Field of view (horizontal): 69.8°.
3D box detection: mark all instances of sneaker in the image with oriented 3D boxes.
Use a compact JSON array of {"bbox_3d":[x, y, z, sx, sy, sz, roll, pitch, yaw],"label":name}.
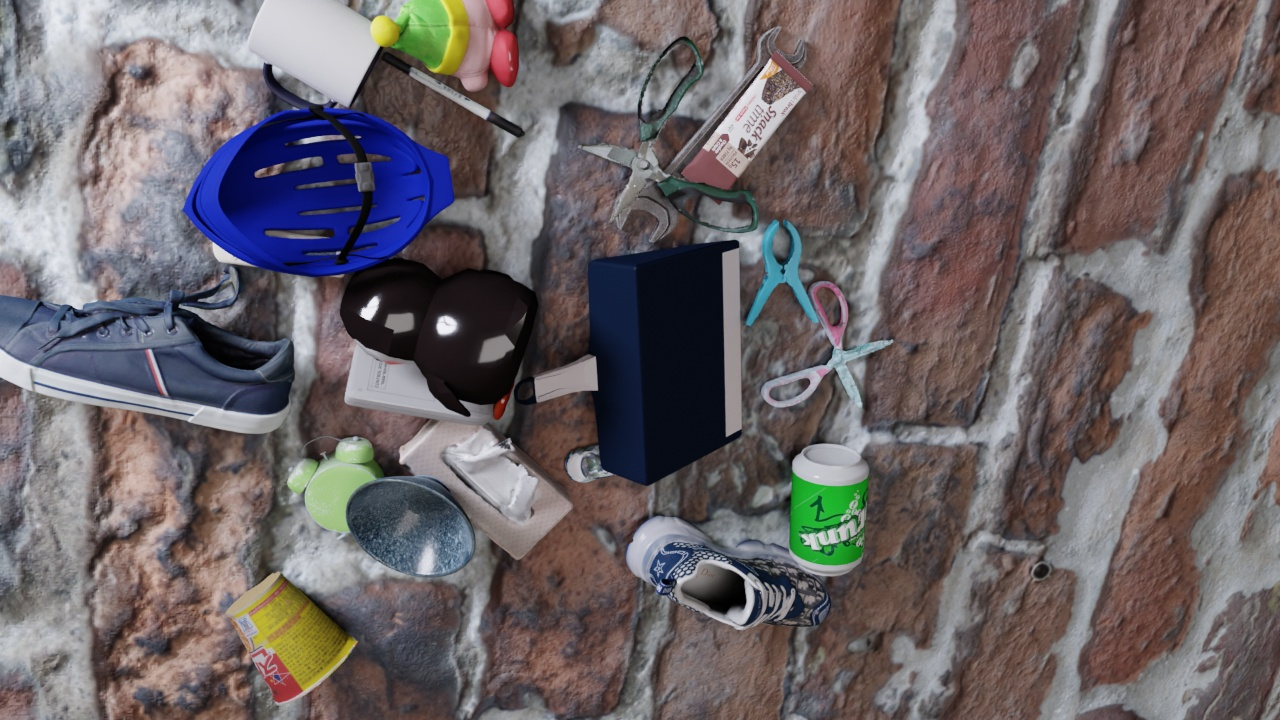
[{"bbox_3d":[-0.467,-0.030,0.855,0.294,0.120,0.127,16,115,-20],"label":"sneaker"},{"bbox_3d":[0.118,0.271,1.067,0.269,0.132,0.103,22,99,-20],"label":"sneaker"}]

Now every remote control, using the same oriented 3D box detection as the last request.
[{"bbox_3d":[-0.223,0.027,0.947,0.151,0.074,0.019,11,136,-16],"label":"remote control"},{"bbox_3d":[-0.352,-0.108,0.902,0.125,0.018,0.038,7,105,-16],"label":"remote control"}]

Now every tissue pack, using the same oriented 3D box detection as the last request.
[{"bbox_3d":[-0.162,0.128,0.996,0.104,0.071,0.181,-43,107,3],"label":"tissue pack"}]

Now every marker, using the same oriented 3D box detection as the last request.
[{"bbox_3d":[-0.181,-0.259,0.898,0.152,0.011,0.011,27,99,-19],"label":"marker"}]

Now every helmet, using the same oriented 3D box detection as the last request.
[{"bbox_3d":[-0.285,-0.146,0.794,0.241,0.228,0.148,-8,99,-10],"label":"helmet"}]

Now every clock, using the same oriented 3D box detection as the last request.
[{"bbox_3d":[-0.315,0.132,0.972,0.094,0.042,0.119,-27,110,-5],"label":"clock"}]

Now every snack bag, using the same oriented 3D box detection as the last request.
[{"bbox_3d":[0.112,-0.241,0.959,0.057,0.013,0.158,37,95,-22],"label":"snack bag"}]

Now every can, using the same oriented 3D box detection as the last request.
[{"bbox_3d":[0.222,0.176,1.085,0.087,0.088,0.140,-4,108,-12],"label":"can"}]

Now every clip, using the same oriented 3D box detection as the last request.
[{"bbox_3d":[0.163,-0.097,1.014,0.097,0.026,0.116,-3,104,-4],"label":"clip"}]

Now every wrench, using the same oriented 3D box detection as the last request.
[{"bbox_3d":[0.074,-0.237,0.965,0.070,0.010,0.273,39,95,-21],"label":"wrench"}]

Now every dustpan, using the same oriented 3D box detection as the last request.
[{"bbox_3d":[-0.006,0.006,0.975,0.272,0.080,0.236,-21,115,-44],"label":"dustpan"}]

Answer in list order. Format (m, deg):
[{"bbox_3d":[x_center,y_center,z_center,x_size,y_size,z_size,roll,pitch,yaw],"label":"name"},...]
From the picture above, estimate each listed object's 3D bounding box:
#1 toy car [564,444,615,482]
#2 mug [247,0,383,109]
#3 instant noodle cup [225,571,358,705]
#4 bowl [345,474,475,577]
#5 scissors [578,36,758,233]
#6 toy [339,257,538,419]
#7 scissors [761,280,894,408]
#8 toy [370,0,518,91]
[{"bbox_3d":[-0.041,0.115,1.037,0.089,0.027,0.039,-11,111,-9],"label":"toy car"},{"bbox_3d":[-0.299,-0.278,0.837,0.097,0.078,0.112,28,127,-19],"label":"mug"},{"bbox_3d":[-0.382,0.292,0.984,0.100,0.100,0.112,-35,103,-1],"label":"instant noodle cup"},{"bbox_3d":[-0.229,0.157,0.951,0.137,0.057,0.137,6,125,8],"label":"bowl"},{"bbox_3d":[0.043,-0.225,0.942,0.201,0.015,0.206,17,98,-4],"label":"scissors"},{"bbox_3d":[-0.199,-0.041,0.895,0.184,0.140,0.158,19,60,-7],"label":"toy"},{"bbox_3d":[0.212,-0.005,1.068,0.177,0.013,0.170,-30,113,-4],"label":"scissors"},{"bbox_3d":[-0.179,-0.310,0.837,0.131,0.097,0.124,-6,105,-14],"label":"toy"}]
